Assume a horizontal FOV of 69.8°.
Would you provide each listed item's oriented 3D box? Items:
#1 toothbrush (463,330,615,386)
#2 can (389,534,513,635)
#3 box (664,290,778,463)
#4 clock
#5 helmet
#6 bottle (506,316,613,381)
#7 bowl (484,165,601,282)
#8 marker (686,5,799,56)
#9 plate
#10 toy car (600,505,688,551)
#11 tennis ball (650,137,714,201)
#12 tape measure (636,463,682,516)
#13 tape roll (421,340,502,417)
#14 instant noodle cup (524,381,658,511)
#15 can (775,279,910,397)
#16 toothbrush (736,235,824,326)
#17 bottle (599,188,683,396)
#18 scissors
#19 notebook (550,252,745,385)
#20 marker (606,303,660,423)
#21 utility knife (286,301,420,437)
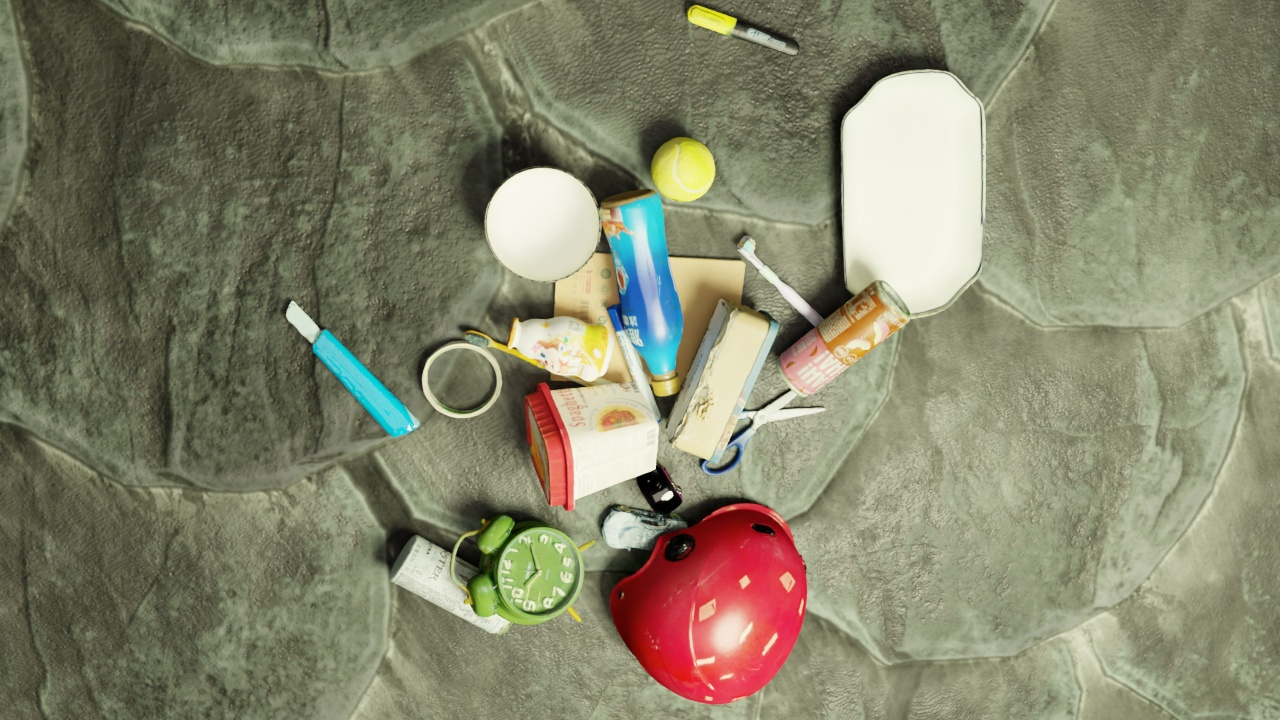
[{"bbox_3d":[-0.103,0.005,1.005,0.191,0.018,0.016,21,105,-13],"label":"toothbrush"},{"bbox_3d":[-0.211,0.259,1.053,0.146,0.058,0.058,33,100,-15],"label":"can"},{"bbox_3d":[0.088,0.014,0.994,0.061,0.089,0.184,23,103,-8],"label":"box"},{"bbox_3d":[-0.135,0.235,1.028,0.161,0.056,0.116,15,73,-21],"label":"clock"},{"bbox_3d":[0.101,0.292,1.051,0.240,0.144,0.207,-44,117,2],"label":"helmet"},{"bbox_3d":[-0.086,-0.017,0.977,0.108,0.063,0.063,13,104,-10],"label":"bottle"},{"bbox_3d":[-0.100,-0.142,0.944,0.116,0.066,0.116,-2,106,-7],"label":"bowl"},{"bbox_3d":[0.106,-0.337,0.939,0.124,0.015,0.018,14,107,-13],"label":"marker"},{"bbox_3d":[0.292,-0.178,1.001,0.162,0.034,0.266,-8,107,-5],"label":"plate"},{"bbox_3d":[0.005,0.202,1.079,0.105,0.031,0.049,11,104,-10],"label":"toy car"},{"bbox_3d":[0.044,-0.197,0.947,0.065,0.065,0.065,-2,107,-7],"label":"tennis ball"},{"bbox_3d":[0.023,0.146,1.051,0.039,0.057,0.058,-32,99,1],"label":"tape measure"},{"bbox_3d":[-0.196,0.021,1.008,0.085,0.014,0.086,-2,107,-7],"label":"tape roll"},{"bbox_3d":[-0.052,0.084,0.990,0.124,0.116,0.117,-12,133,-16],"label":"instant noodle cup"},{"bbox_3d":[0.220,-0.023,1.004,0.058,0.057,0.148,41,117,-16],"label":"can"},{"bbox_3d":[0.177,-0.069,1.027,0.189,0.029,0.021,42,137,-18],"label":"toothbrush"},{"bbox_3d":[0.008,-0.068,0.970,0.065,0.065,0.219,-13,107,-4],"label":"bottle"},{"bbox_3d":[0.125,0.067,1.065,0.160,0.012,0.163,29,100,-15],"label":"scissors"},{"bbox_3d":[0.007,-0.044,1.018,0.207,0.008,0.148,2,107,-8],"label":"notebook"},{"bbox_3d":[-0.006,0.006,1.017,0.017,0.017,0.146,-20,109,-1],"label":"marker"},{"bbox_3d":[-0.312,0.011,0.987,0.034,0.018,0.188,-41,107,-6],"label":"utility knife"}]
